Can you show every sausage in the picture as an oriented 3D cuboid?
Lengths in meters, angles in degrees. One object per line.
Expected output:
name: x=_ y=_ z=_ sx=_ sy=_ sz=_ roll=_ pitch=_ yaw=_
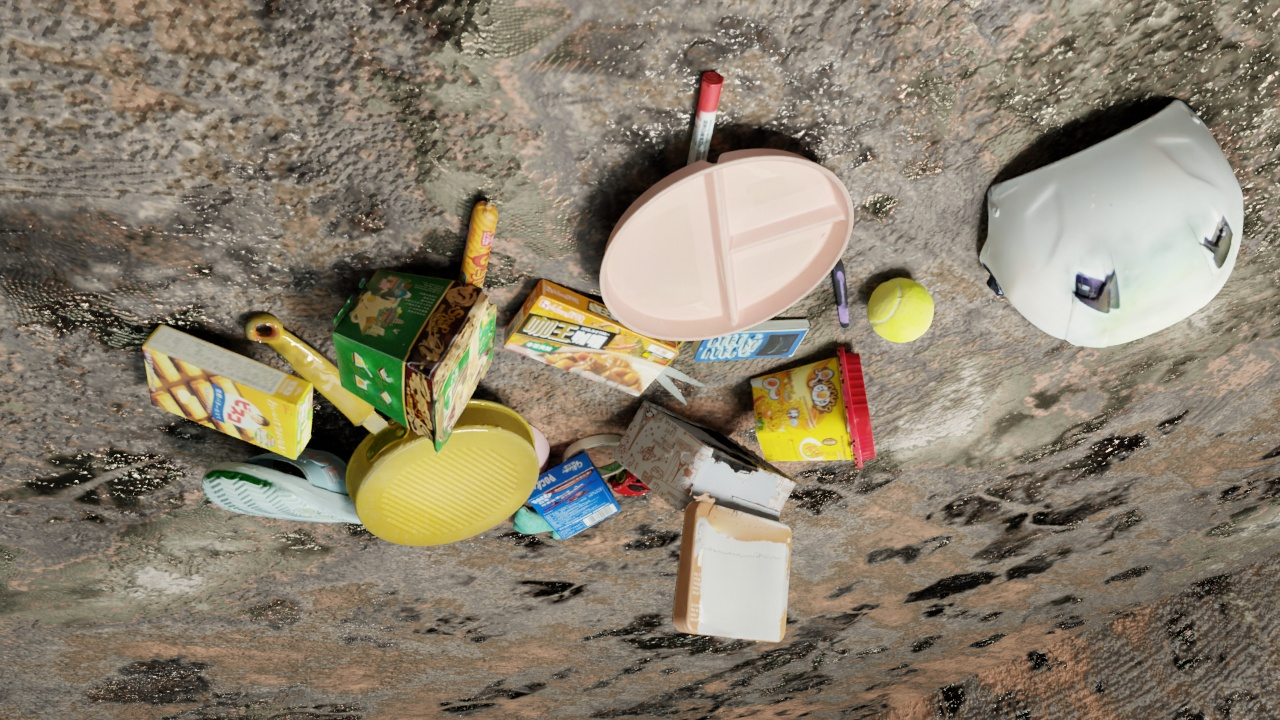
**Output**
sausage: x=-0.144 y=-0.078 z=0.787 sx=0.021 sy=0.021 sz=0.166 roll=0 pitch=144 yaw=-20

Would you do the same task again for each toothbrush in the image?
toothbrush: x=0.198 y=-0.082 z=0.913 sx=0.014 sy=0.016 sz=0.189 roll=-8 pitch=150 yaw=12

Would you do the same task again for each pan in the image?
pan: x=-0.243 y=0.071 z=0.901 sx=0.198 sy=0.078 sz=0.357 roll=-34 pitch=140 yaw=8

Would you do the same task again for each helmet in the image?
helmet: x=0.454 y=-0.096 z=0.862 sx=0.229 sy=0.145 sz=0.259 roll=-22 pitch=145 yaw=11

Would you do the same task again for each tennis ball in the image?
tennis ball: x=0.264 y=-0.051 z=0.930 sx=0.065 sy=0.065 sz=0.066 roll=-9 pitch=146 yaw=-7

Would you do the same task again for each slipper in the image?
slipper: x=-0.347 y=0.130 z=0.961 sx=0.104 sy=0.074 sz=0.245 roll=1 pitch=165 yaw=14

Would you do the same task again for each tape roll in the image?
tape roll: x=-0.051 y=0.117 z=1.104 sx=0.085 sy=0.013 sz=0.086 roll=-10 pitch=145 yaw=-7

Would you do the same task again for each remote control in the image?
remote control: x=0.114 y=-0.022 z=0.954 sx=0.124 sy=0.024 sz=0.049 roll=-2 pitch=144 yaw=-22

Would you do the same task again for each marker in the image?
marker: x=0.046 y=-0.166 z=0.733 sx=0.017 sy=0.017 sz=0.145 roll=-6 pitch=145 yaw=-11

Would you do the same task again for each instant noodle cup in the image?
instant noodle cup: x=0.193 y=0.059 z=1.032 sx=0.124 sy=0.116 sz=0.116 roll=-9 pitch=147 yaw=13

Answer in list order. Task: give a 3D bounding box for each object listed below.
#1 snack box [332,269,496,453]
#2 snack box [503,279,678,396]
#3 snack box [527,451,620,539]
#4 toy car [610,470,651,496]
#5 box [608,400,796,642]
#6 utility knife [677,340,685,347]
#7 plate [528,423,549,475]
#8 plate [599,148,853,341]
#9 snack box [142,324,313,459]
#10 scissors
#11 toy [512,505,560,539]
snack box: x=-0.194 y=-0.009 z=0.784 sx=0.105 sy=0.118 sz=0.118 roll=21 pitch=142 yaw=5
snack box: x=-0.046 y=-0.019 z=0.876 sx=0.153 sy=0.026 sz=0.075 roll=21 pitch=130 yaw=-26
snack box: x=-0.081 y=0.167 z=1.111 sx=0.084 sy=0.026 sz=0.157 roll=-27 pitch=151 yaw=-3
toy car: x=0.011 y=0.145 z=1.153 sx=0.106 sy=0.031 sz=0.049 roll=-32 pitch=141 yaw=27
box: x=0.087 y=0.170 z=1.009 sx=0.136 sy=0.269 sz=0.179 roll=-38 pitch=140 yaw=26
utility knife: x=0.041 y=-0.028 z=0.928 sx=0.033 sy=0.015 sz=0.224 roll=11 pitch=139 yaw=-28
plate: x=-0.197 y=0.129 z=1.047 sx=0.192 sy=0.039 sz=0.193 roll=-9 pitch=145 yaw=-7
plate: x=0.073 y=-0.097 z=0.802 sx=0.229 sy=0.028 sz=0.230 roll=-12 pitch=147 yaw=-8
snack box: x=-0.360 y=0.029 z=0.805 sx=0.140 sy=0.033 sz=0.087 roll=21 pitch=138 yaw=-5
scissors: x=0.002 y=-0.004 z=0.928 sx=0.164 sy=0.014 sz=0.165 roll=1 pitch=136 yaw=-7
toy: x=-0.122 y=0.213 z=1.203 sx=0.092 sy=0.030 sz=0.097 roll=-1 pitch=146 yaw=-15
